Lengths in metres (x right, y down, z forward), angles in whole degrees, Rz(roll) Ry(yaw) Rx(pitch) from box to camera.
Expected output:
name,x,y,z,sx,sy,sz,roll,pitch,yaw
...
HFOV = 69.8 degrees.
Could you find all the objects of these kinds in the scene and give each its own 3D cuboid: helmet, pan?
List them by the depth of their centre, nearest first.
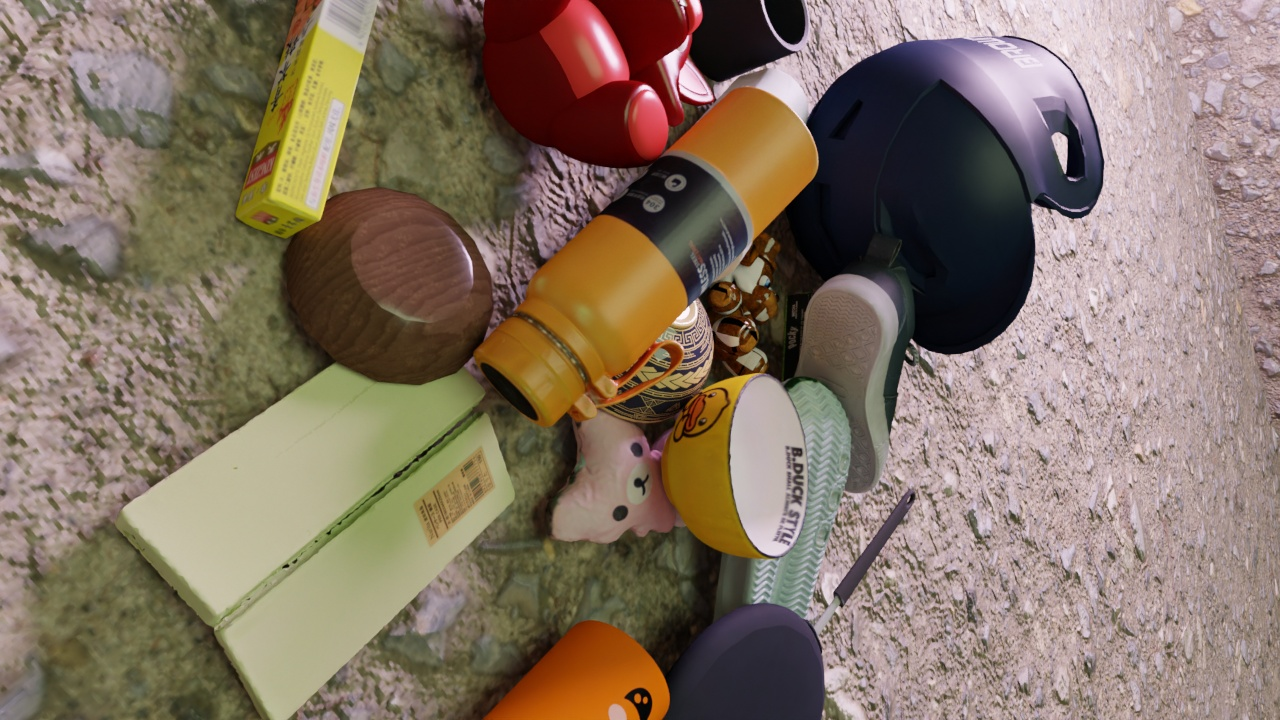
name,x,y,z,sx,sy,sz,roll,pitch,yaw
pan,0.119,0.221,0.685,0.355,0.021,0.199,-45,126,-28
helmet,0.238,-0.133,0.795,0.222,0.232,0.272,-19,111,-16

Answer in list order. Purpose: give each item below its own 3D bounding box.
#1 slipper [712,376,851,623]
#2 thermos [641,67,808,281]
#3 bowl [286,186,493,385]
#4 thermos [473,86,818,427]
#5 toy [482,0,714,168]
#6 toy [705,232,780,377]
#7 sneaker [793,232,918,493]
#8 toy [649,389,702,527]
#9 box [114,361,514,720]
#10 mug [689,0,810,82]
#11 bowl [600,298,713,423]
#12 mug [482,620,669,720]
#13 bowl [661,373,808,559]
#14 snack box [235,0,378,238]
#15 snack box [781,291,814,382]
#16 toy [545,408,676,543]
name,x,y,z,sx,sy,sz,roll,pitch,yaw
slipper,0.091,0.130,0.701,0.104,0.074,0.245,12,91,-45
thermos,0.064,-0.141,0.701,0.099,0.100,0.219,57,44,-24
bowl,-0.128,-0.046,0.495,0.117,0.030,0.117,16,60,-31
thermos,0.011,-0.057,0.535,0.232,0.091,0.076,-46,160,-19
toy,-0.018,-0.216,0.609,0.158,0.121,0.196,57,40,-14
toy,0.082,-0.047,0.722,0.112,0.067,0.087,-62,152,-18
sneaker,0.178,0.009,0.753,0.087,0.089,0.236,-45,146,-36
toy,0.035,0.064,0.667,0.063,0.047,0.109,29,59,-50
box,-0.146,0.073,0.473,0.187,0.047,0.141,-42,116,-43
mug,0.085,-0.293,0.754,0.071,0.078,0.105,-8,90,-48
bowl,0.005,-0.022,0.603,0.112,0.061,0.112,20,49,-24
mug,-0.042,0.227,0.545,0.095,0.078,0.113,-38,142,-44
bowl,0.056,0.070,0.597,0.117,0.068,0.117,17,69,-55
snack box,-0.172,-0.139,0.479,0.029,0.040,0.147,24,66,-42
snack box,0.186,-0.002,0.855,0.147,0.025,0.080,20,69,-44
toy,-0.012,0.081,0.603,0.095,0.053,0.099,26,67,-25
